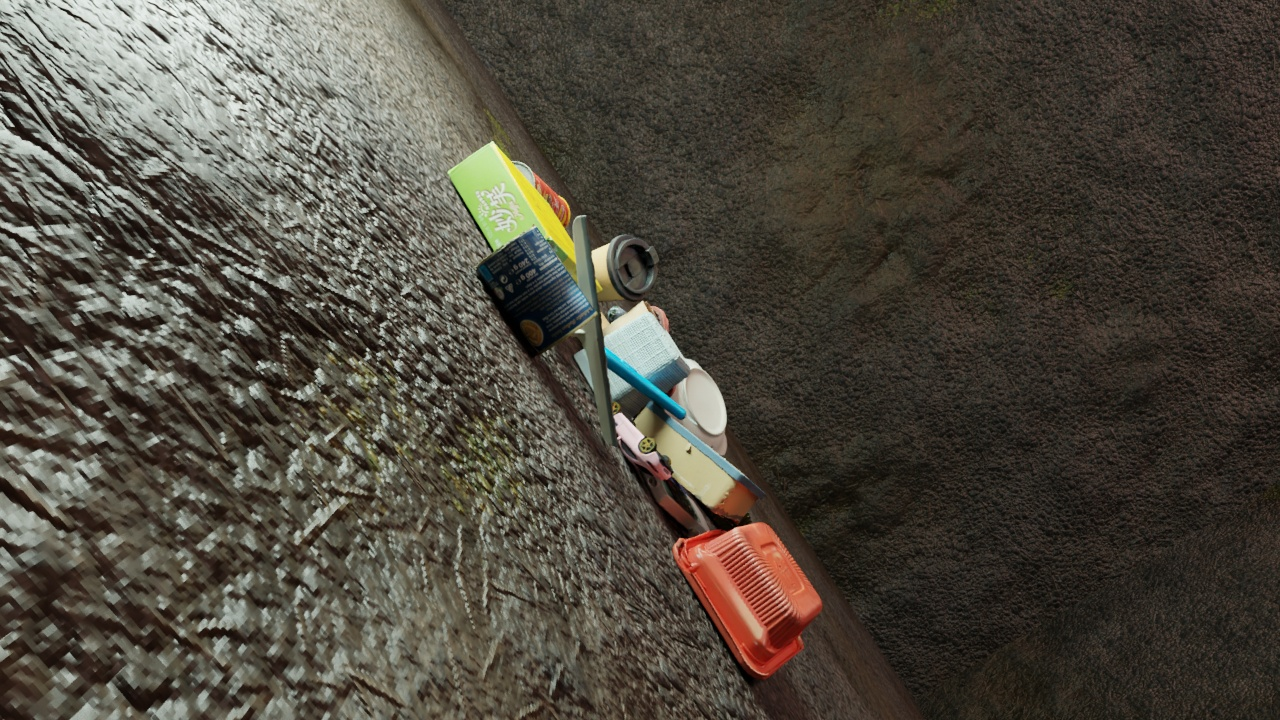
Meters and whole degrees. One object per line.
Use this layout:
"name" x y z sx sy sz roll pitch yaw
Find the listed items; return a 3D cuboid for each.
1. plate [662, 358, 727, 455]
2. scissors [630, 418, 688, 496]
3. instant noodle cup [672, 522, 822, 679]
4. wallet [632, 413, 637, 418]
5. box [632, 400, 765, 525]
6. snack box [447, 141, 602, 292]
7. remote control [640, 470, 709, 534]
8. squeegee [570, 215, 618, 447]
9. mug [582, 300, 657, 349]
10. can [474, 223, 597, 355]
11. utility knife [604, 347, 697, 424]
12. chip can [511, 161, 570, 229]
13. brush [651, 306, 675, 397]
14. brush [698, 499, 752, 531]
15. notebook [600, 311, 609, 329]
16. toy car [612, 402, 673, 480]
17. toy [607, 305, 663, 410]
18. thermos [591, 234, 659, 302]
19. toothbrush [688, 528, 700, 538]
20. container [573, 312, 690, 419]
"plate" 0.087 0.067 1.402 0.164 0.034 0.163 3 67 -56
"scissors" 0.018 0.122 1.215 0.147 0.012 0.169 51 8 -42
"instant noodle cup" 0.124 0.245 0.989 0.164 0.079 0.188 55 17 18
"wallet" 0.013 0.092 1.320 0.096 0.020 0.122 59 4 24
"box" 0.066 0.125 1.087 0.184 0.059 0.090 35 -4 33
"snack box" -0.140 -0.159 1.156 0.157 0.070 0.210 58 6 17
"remote control" 0.044 0.170 1.103 0.135 0.019 0.056 48 10 -48
"squeegee" -0.086 -0.046 1.062 0.246 0.039 0.246 -144 -135 -72
"mug" -0.019 -0.027 1.274 0.084 0.103 0.124 54 6 -26
"can" -0.105 -0.071 0.920 0.111 0.075 0.075 55 6 -8
"utility knife" 0.009 0.033 1.080 0.166 0.018 0.034 38 5 -23
"chip can" -0.168 -0.251 1.441 0.073 0.073 0.216 57 5 8
"brush" 0.019 -0.016 1.343 0.069 0.063 0.145 27 47 -38
"brush" 0.115 0.200 1.388 0.144 0.055 0.073 53 7 -29
"notebook" -0.093 -0.098 1.543 0.149 0.012 0.211 56 5 9
"toy car" -0.008 0.093 1.047 0.122 0.037 0.056 45 -6 38
"toy" 0.032 0.025 1.500 0.138 0.091 0.356 56 3 32
"thermos" -0.052 -0.119 1.282 0.093 0.144 0.093 15 71 -49
"toothbrush" 0.099 0.269 1.047 0.187 0.016 0.017 60 -1 36
"container" -0.007 0.007 1.144 0.090 0.111 0.090 59 7 21
